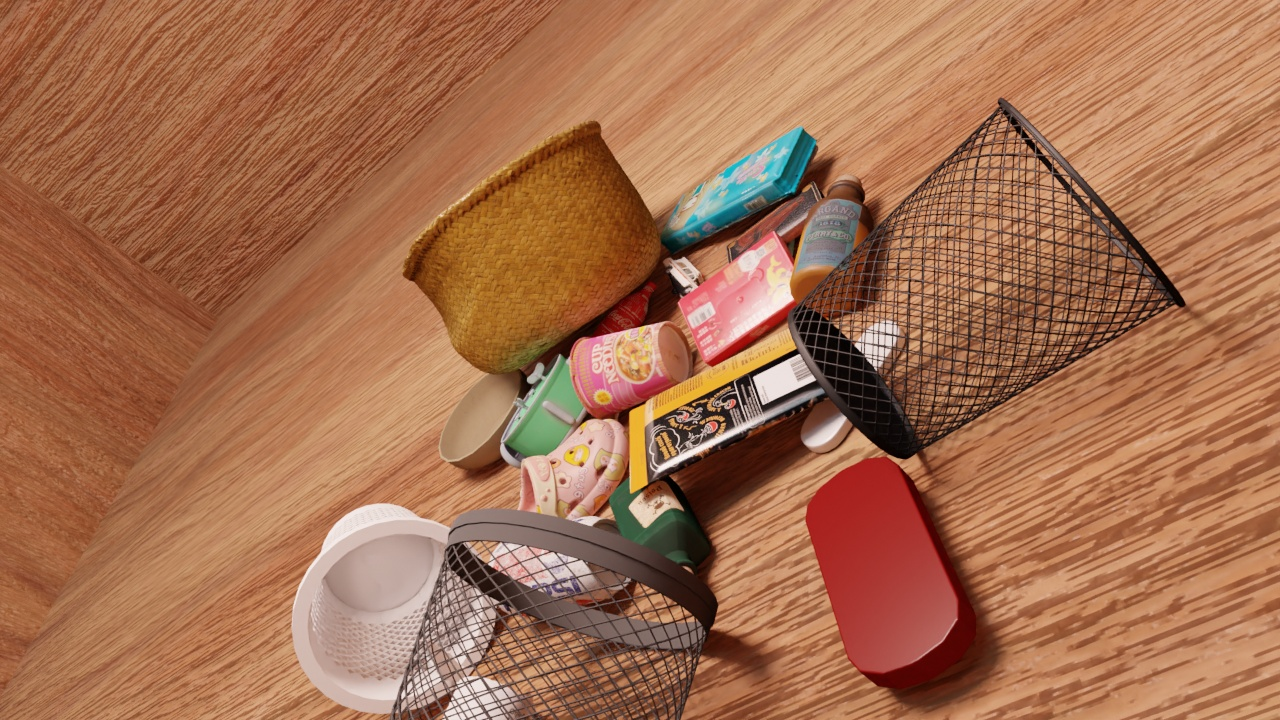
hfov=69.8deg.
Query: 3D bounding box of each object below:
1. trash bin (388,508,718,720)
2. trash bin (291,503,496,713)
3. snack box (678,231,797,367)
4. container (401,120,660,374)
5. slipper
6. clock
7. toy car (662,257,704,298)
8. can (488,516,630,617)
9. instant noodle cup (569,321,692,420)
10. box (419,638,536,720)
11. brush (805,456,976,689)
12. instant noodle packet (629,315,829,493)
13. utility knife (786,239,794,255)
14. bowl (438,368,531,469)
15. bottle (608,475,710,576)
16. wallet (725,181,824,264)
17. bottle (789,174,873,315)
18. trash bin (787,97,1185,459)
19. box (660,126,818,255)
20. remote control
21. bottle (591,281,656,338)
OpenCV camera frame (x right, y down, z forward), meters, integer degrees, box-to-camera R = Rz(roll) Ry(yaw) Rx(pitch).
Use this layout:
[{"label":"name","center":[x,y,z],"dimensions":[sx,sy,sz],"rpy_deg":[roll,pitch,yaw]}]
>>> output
[{"label":"trash bin","center":[-0.076,0.260,0.668],"dimensions":[0.218,0.217,0.226],"rpy_deg":[-15,47,44]},{"label":"trash bin","center":[-0.274,0.243,0.993],"dimensions":[0.195,0.195,0.200],"rpy_deg":[-53,20,-9]},{"label":"snack box","center":[0.109,-0.064,0.968],"dimensions":[0.133,0.021,0.089],"rpy_deg":[-36,54,21]},{"label":"container","center":[-0.123,-0.128,1.142],"dimensions":[0.307,0.196,0.306],"rpy_deg":[-36,7,5]},{"label":"slipper","center":[-0.093,0.136,0.968],"dimensions":[0.197,0.081,0.093],"rpy_deg":[-52,30,-3]},{"label":"clock","center":[-0.117,0.065,1.073],"dimensions":[0.162,0.075,0.121],"rpy_deg":[-46,14,48]},{"label":"toy car","center":[0.059,-0.090,1.084],"dimensions":[0.039,0.039,0.113],"rpy_deg":[-27,30,-6]},{"label":"can","center":[-0.077,0.197,0.874],"dimensions":[0.136,0.078,0.078],"rpy_deg":[-23,38,37]},{"label":"instant noodle cup","center":[-0.006,0.006,1.004],"dimensions":[0.109,0.098,0.097],"rpy_deg":[-18,40,31]},{"label":"box","center":[-0.163,0.322,0.820],"dimensions":[0.142,0.083,0.139],"rpy_deg":[-5,48,35]},{"label":"brush","center":[0.173,0.146,0.638],"dimensions":[0.082,0.042,0.173],"rpy_deg":[-37,31,19]},{"label":"instant noodle packet","center":[0.086,0.034,0.850],"dimensions":[0.221,0.032,0.159],"rpy_deg":[-27,21,11]},{"label":"utility knife","center":[0.164,-0.134,1.019],"dimensions":[0.022,0.015,0.125],"rpy_deg":[-25,33,36]},{"label":"bowl","center":[-0.191,0.081,1.194],"dimensions":[0.153,0.050,0.152],"rpy_deg":[-33,32,24]},{"label":"bottle","center":[0.021,0.156,0.809],"dimensions":[0.061,0.061,0.131],"rpy_deg":[-41,30,7]},{"label":"wallet","center":[0.150,-0.143,1.010],"dimensions":[0.123,0.019,0.072],"rpy_deg":[-36,22,19]},{"label":"bottle","center":[0.194,-0.122,0.908],"dimensions":[0.068,0.068,0.156],"rpy_deg":[-18,41,42]},{"label":"trash bin","center":[0.233,-0.046,0.665],"dimensions":[0.211,0.184,0.183],"rpy_deg":[-41,29,23]},{"label":"box","center":[0.115,-0.200,1.115],"dimensions":[0.227,0.041,0.094],"rpy_deg":[-21,34,52]},{"label":"remote control","center":[0.185,0.022,0.801],"dimensions":[0.136,0.013,0.043],"rpy_deg":[-54,30,-11]},{"label":"bottle","center":[-0.028,-0.040,1.131],"dimensions":[0.141,0.042,0.042],"rpy_deg":[-52,29,-7]}]
